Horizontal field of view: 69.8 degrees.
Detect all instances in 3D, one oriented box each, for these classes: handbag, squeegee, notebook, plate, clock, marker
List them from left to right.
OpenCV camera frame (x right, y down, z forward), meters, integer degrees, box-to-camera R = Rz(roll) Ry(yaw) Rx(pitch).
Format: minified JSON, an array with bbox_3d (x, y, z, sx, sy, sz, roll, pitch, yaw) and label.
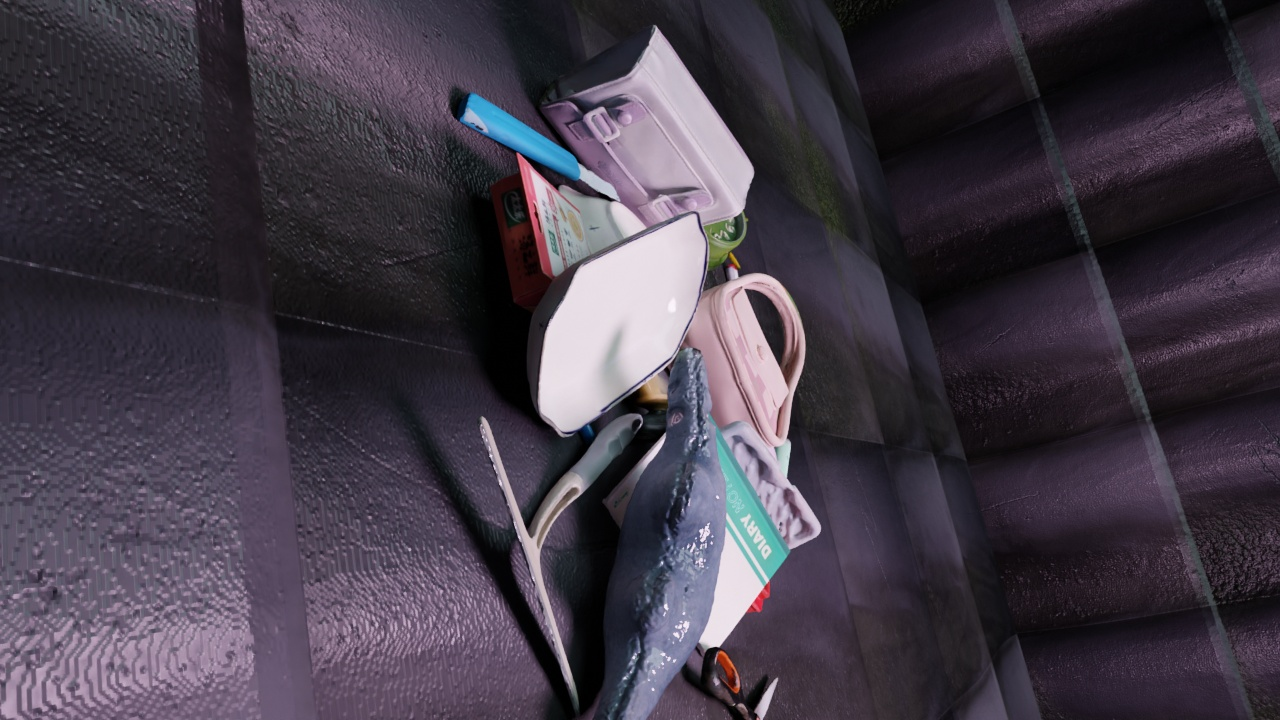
[{"bbox_3d":[-0.053,0.104,0.746,0.245,0.039,0.247,-53,133,-58],"label":"squeegee"},{"bbox_3d":[-0.019,-0.040,0.799,0.264,0.034,0.162,-35,141,-50],"label":"plate"},{"bbox_3d":[-0.009,-0.108,0.938,0.163,0.034,0.164,24,36,-58],"label":"plate"},{"bbox_3d":[0.006,-0.224,0.953,0.197,0.145,0.098,48,49,-33],"label":"handbag"},{"bbox_3d":[0.063,-0.182,1.124,0.161,0.056,0.115,32,47,-23],"label":"clock"},{"bbox_3d":[0.061,0.163,0.889,0.150,0.012,0.209,-45,116,-30],"label":"notebook"},{"bbox_3d":[0.140,-0.065,1.277,0.017,0.017,0.145,16,59,-60],"label":"marker"},{"bbox_3d":[0.132,-0.014,1.087,0.233,0.094,0.193,-40,111,-50],"label":"handbag"}]

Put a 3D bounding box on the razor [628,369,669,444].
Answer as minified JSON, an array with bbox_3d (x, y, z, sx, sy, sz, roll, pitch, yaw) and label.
[{"bbox_3d":[-0.005,0.005,0.906,0.067,0.062,0.167,-22,88,-33],"label":"razor"}]

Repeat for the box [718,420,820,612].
[{"bbox_3d":[0.112,0.167,0.969,0.201,0.100,0.112,53,30,-33],"label":"box"}]

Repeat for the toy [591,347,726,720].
[{"bbox_3d":[0.019,0.161,0.763,0.138,0.091,0.355,68,32,-58],"label":"toy"}]

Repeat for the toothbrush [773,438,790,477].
[{"bbox_3d":[0.169,0.174,1.162,0.223,0.026,0.027,-69,156,-54],"label":"toothbrush"}]

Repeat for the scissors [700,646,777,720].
[{"bbox_3d":[0.105,0.361,0.903,0.231,0.022,0.220,68,26,-22],"label":"scissors"}]

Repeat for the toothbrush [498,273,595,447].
[{"bbox_3d":[-0.075,0.007,0.799,0.016,0.014,0.189,-85,149,-70],"label":"toothbrush"}]

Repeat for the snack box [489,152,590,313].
[{"bbox_3d":[-0.084,-0.097,0.788,0.127,0.044,0.113,33,40,-65],"label":"snack box"}]

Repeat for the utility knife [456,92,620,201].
[{"bbox_3d":[-0.088,-0.195,0.866,0.209,0.018,0.034,21,49,-46],"label":"utility knife"}]

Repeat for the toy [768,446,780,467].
[{"bbox_3d":[0.143,0.098,1.144,0.108,0.039,0.083,65,27,0],"label":"toy"}]
